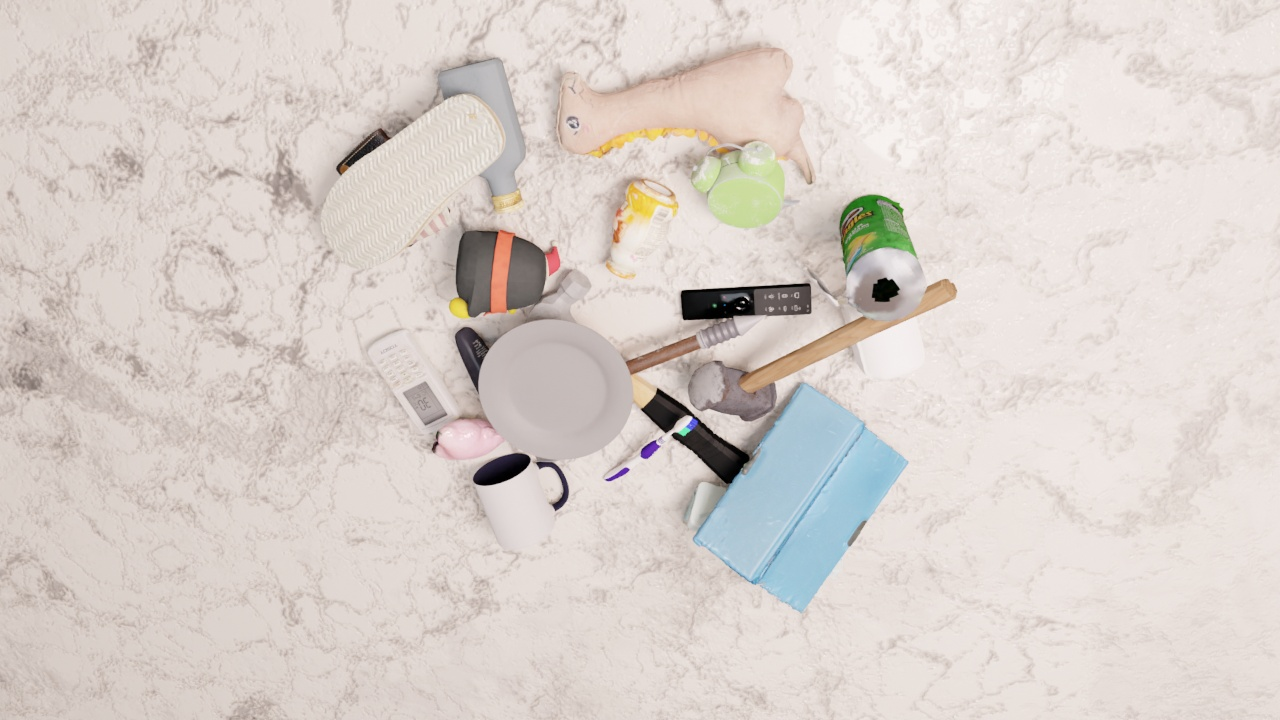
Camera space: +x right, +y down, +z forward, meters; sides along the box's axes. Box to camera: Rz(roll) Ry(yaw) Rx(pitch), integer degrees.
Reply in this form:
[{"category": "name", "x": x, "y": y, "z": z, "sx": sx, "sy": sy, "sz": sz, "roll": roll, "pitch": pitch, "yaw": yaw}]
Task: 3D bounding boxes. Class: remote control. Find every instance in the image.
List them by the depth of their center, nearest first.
[{"category": "remote control", "x": 0.122, "y": -0.067, "z": 1.066, "sx": 0.150, "sy": 0.013, "sz": 0.034, "roll": -2, "pitch": 113, "yaw": 9}, {"category": "remote control", "x": -0.284, "y": 0.027, "z": 1.159, "sx": 0.060, "sy": 0.025, "sz": 0.138, "roll": -24, "pitch": 108, "yaw": 17}]

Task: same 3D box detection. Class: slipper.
[{"category": "slipper", "x": -0.248, "y": -0.195, "z": 1.017, "sx": 0.264, "sy": 0.052, "sz": 0.115, "roll": -33, "pitch": 103, "yaw": 26}]

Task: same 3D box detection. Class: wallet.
[{"category": "wallet", "x": -0.285, "y": -0.199, "z": 1.062, "sx": 0.072, "sy": 0.019, "sz": 0.123, "roll": -36, "pitch": 104, "yaw": 20}]

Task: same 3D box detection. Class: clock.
[{"category": "clock", "x": 0.108, "y": -0.184, "z": 0.965, "sx": 0.095, "sy": 0.042, "sz": 0.119, "roll": -13, "pitch": 140, "yaw": 30}]

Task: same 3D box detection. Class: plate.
[{"category": "plate", "x": -0.097, "y": 0.034, "z": 1.056, "sx": 0.178, "sy": 0.012, "sz": 0.179, "roll": 2, "pitch": 114, "yaw": 3}]

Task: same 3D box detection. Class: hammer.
[{"category": "hammer", "x": 0.188, "y": -0.010, "z": 0.982, "sx": 0.098, "sy": 0.052, "sz": 0.329, "roll": 14, "pitch": 149, "yaw": -37}, {"category": "hammer", "x": -0.008, "y": 0.007, "z": 1.064, "sx": 0.323, "sy": 0.043, "sz": 0.156, "roll": -21, "pitch": 111, "yaw": 16}, {"category": "hammer", "x": -0.002, "y": 0.037, "z": 1.118, "sx": 0.328, "sy": 0.039, "sz": 0.131, "roll": 39, "pitch": 114, "yaw": -10}]

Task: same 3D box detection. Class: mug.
[{"category": "mug", "x": -0.147, "y": 0.175, "z": 1.184, "sx": 0.111, "sy": 0.078, "sz": 0.097, "roll": -23, "pitch": 111, "yaw": -13}]

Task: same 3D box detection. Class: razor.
[{"category": "razor", "x": -0.186, "y": 0.023, "z": 1.136, "sx": 0.052, "sy": 0.047, "sz": 0.143, "roll": -13, "pitch": 110, "yaw": 39}]

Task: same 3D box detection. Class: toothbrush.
[{"category": "toothbrush", "x": 0.009, "y": 0.112, "z": 1.128, "sx": 0.016, "sy": 0.015, "sz": 0.187, "roll": 33, "pitch": 136, "yaw": -17}]

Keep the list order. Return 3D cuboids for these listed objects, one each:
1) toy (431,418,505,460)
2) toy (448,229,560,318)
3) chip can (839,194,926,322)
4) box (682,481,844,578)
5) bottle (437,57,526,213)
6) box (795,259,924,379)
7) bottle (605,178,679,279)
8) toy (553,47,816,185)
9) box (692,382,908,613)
[{"category": "toy", "x": -0.215, "y": 0.099, "z": 1.155, "sx": 0.093, "sy": 0.103, "sz": 0.050, "roll": -8, "pitch": 79, "yaw": -16}, {"category": "toy", "x": -0.153, "y": -0.099, "z": 1.048, "sx": 0.119, "sy": 0.097, "sz": 0.100, "roll": 6, "pitch": 121, "yaw": -4}, {"category": "chip can", "x": 0.238, "y": -0.107, "z": 0.917, "sx": 0.075, "sy": 0.222, "sz": 0.075, "roll": 4, "pitch": 113, "yaw": 9}, {"category": "box", "x": 0.153, "y": 0.223, "z": 1.169, "sx": 0.199, "sy": 0.085, "sz": 0.096, "roll": 20, "pitch": 142, "yaw": 1}, {"category": "bottle", "x": -0.166, "y": -0.244, "z": 1.011, "sx": 0.072, "sy": 0.046, "sz": 0.161, "roll": -9, "pitch": 112, "yaw": 12}, {"category": "box", "x": 0.243, "y": -0.053, "z": 1.014, "sx": 0.119, "sy": 0.084, "sz": 0.160, "roll": -16, "pitch": 110, "yaw": 6}, {"category": "bottle", "x": -0.002, "y": -0.144, "z": 1.022, "sx": 0.063, "sy": 0.063, "sz": 0.109, "roll": 24, "pitch": 113, "yaw": -3}, {"category": "toy", "x": 0.043, "y": -0.243, "z": 0.976, "sx": 0.265, "sy": 0.065, "sz": 0.196, "roll": -13, "pitch": 121, "yaw": 19}, {"category": "box", "x": 0.193, "y": 0.165, "z": 1.080, "sx": 0.173, "sy": 0.066, "sz": 0.232, "roll": 35, "pitch": 89, "yaw": -1}]
